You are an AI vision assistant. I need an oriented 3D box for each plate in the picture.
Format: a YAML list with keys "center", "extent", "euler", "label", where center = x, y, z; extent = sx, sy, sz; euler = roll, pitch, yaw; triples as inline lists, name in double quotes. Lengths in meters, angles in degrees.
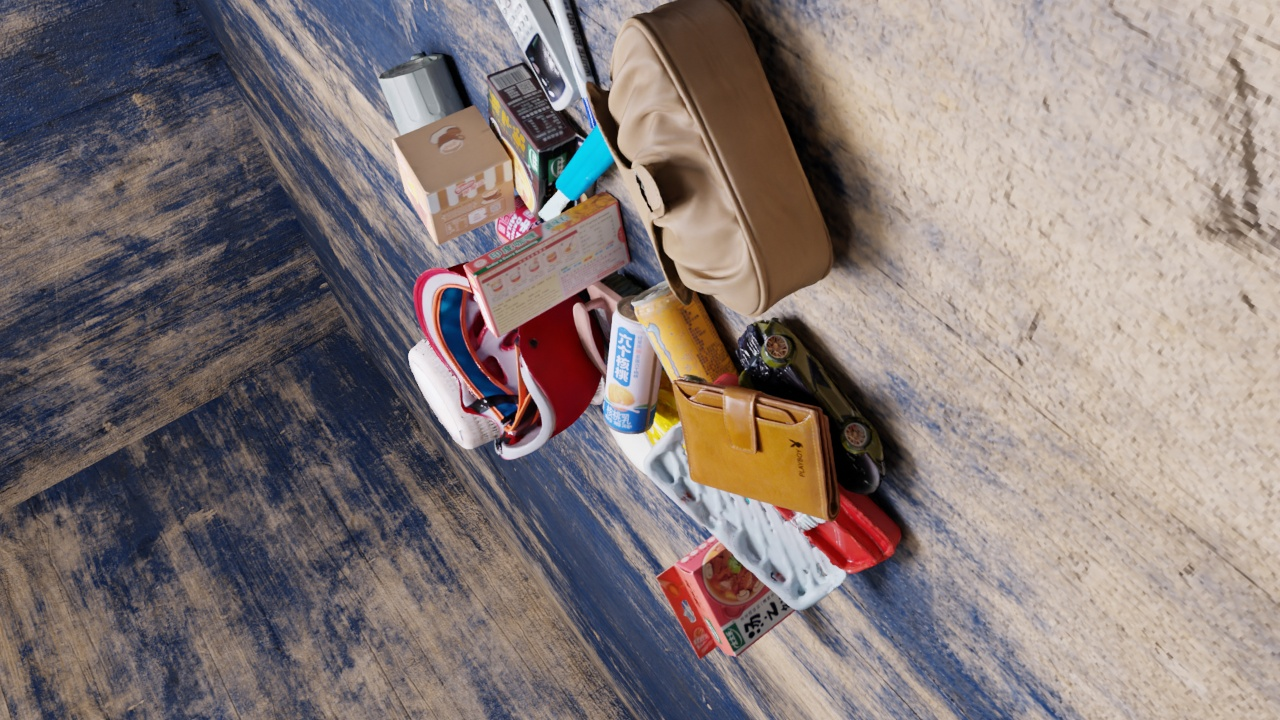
- center: [0.000, 0.086, 1.112]
  extent: [0.163, 0.034, 0.165]
  euler: [51, 159, 18]
  label: "plate"

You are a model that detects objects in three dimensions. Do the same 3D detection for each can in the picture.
- center: [-0.005, 0.005, 0.899]
  extent: [0.053, 0.053, 0.135]
  euler: [42, 138, 39]
  label: "can"
- center: [0.049, -0.002, 0.826]
  extent: [0.146, 0.058, 0.058]
  euler: [62, 160, -10]
  label: "can"
- center: [-0.106, -0.134, 0.985]
  extent: [0.094, 0.066, 0.067]
  euler: [39, 153, 44]
  label: "can"

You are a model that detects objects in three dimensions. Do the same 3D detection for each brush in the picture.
- center: [-0.022, -0.018, 0.952]
  extent: [0.063, 0.073, 0.146]
  euler: [37, 153, 44]
  label: "brush"

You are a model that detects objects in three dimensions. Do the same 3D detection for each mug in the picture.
- center: [-0.249, -0.301, 1.081]
  extent: [0.123, 0.084, 0.103]
  euler: [-106, -2, -59]
  label: "mug"

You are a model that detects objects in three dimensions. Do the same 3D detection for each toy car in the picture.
- center: [0.131, 0.036, 0.707]
  extent: [0.158, 0.042, 0.070]
  euler: [52, 156, 11]
  label: "toy car"

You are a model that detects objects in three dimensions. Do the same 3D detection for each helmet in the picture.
- center: [-0.134, -0.022, 1.027]
  extent: [0.240, 0.143, 0.207]
  euler: [45, 144, 25]
  label: "helmet"

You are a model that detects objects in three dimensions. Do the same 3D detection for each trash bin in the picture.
- center: [-0.184, 0.006, 1.200]
  extent: [0.227, 0.191, 0.228]
  euler: [48, 158, 26]
  label: "trash bin"

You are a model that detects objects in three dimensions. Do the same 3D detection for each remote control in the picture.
- center: [-0.096, -0.291, 0.795]
  extent: [0.150, 0.021, 0.058]
  euler: [61, 160, -7]
  label: "remote control"

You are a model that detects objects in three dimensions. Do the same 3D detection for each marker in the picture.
- center: [-0.055, -0.261, 0.752]
  extent: [0.017, 0.016, 0.146]
  euler: [32, 148, 52]
  label: "marker"

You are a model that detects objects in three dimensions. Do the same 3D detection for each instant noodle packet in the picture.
- center: [0.052, 0.080, 0.962]
  extent: [0.128, 0.044, 0.111]
  euler: [45, 151, 24]
  label: "instant noodle packet"

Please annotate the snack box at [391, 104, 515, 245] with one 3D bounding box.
- center: [-0.187, -0.187, 0.930]
  extent: [0.077, 0.092, 0.094]
  euler: [58, 164, 18]
  label: "snack box"

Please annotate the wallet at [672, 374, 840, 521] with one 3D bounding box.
- center: [0.088, 0.060, 0.710]
  extent: [0.131, 0.035, 0.119]
  euler: [12, 131, 38]
  label: "wallet"

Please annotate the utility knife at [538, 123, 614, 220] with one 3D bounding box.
- center: [-0.052, -0.169, 0.821]
  extent: [0.034, 0.018, 0.209]
  euler: [54, 148, -2]
  label: "utility knife"

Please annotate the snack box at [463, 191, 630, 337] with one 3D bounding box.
- center: [-0.084, -0.090, 0.866]
  extent: [0.027, 0.155, 0.077]
  euler: [42, 156, 41]
  label: "snack box"

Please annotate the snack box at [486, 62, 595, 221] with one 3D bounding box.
- center: [-0.098, -0.205, 0.897]
  extent: [0.125, 0.053, 0.113]
  euler: [56, 161, 21]
  label: "snack box"

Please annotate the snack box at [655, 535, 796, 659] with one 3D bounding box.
- center: [0.098, 0.243, 0.973]
  extent: [0.113, 0.127, 0.044]
  euler: [63, 160, -15]
  label: "snack box"

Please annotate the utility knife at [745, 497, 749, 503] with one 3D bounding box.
- center: [0.113, 0.116, 0.914]
  extent: [0.029, 0.013, 0.178]
  euler: [48, 160, 17]
  label: "utility knife"

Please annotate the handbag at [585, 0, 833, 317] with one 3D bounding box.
- center: [0.037, -0.126, 0.608]
  extent: [0.204, 0.099, 0.148]
  euler: [65, 163, -9]
  label: "handbag"

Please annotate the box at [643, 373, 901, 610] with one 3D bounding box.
- center: [0.107, 0.117, 0.789]
  extent: [0.201, 0.049, 0.161]
  euler: [43, 138, 5]
  label: "box"
